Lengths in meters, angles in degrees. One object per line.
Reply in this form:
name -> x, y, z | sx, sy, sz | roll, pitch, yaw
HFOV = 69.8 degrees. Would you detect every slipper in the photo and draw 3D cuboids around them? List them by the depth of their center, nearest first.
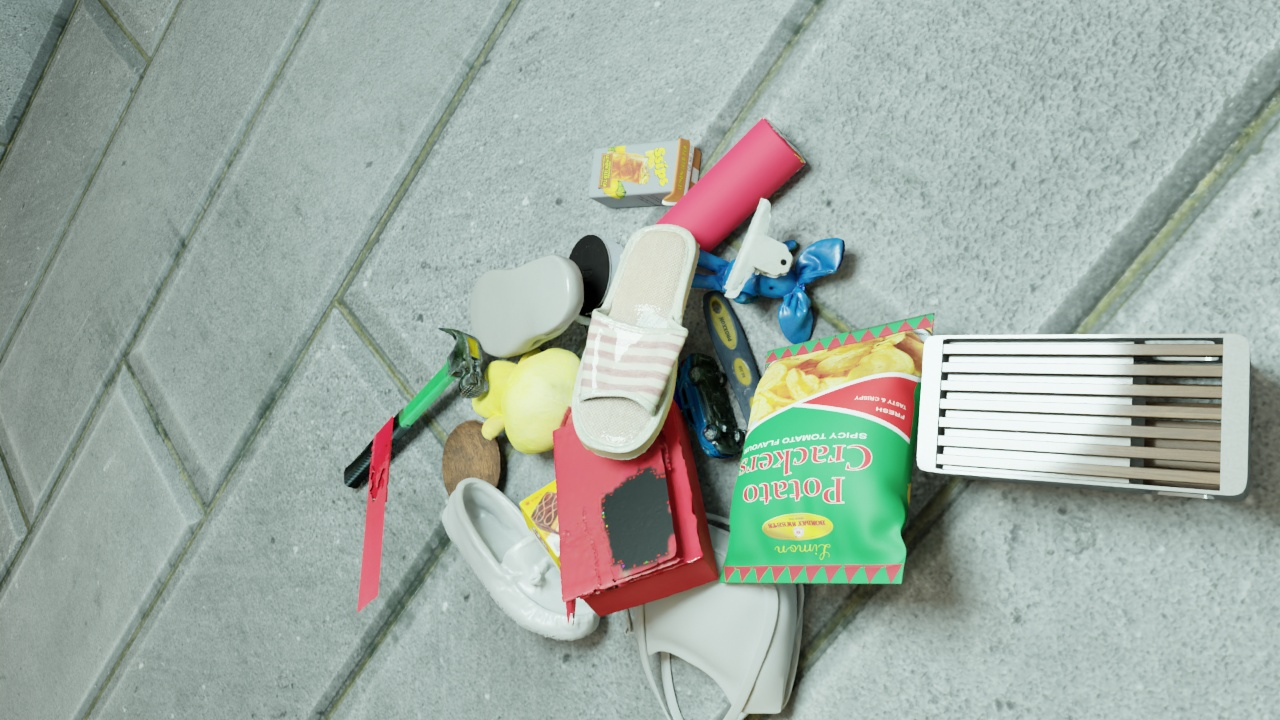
slipper -> -0.002, -0.030, 0.922 | 0.115, 0.052, 0.262 | 6, 66, 21
slipper -> -0.138, 0.228, 1.069 | 0.247, 0.112, 0.075 | 40, 141, 28
slipper -> -0.122, -0.069, 1.118 | 0.267, 0.080, 0.113 | -14, 82, 57

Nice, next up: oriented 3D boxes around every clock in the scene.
clock -> -0.051, -0.089, 1.094 | 0.095, 0.035, 0.122 | 1, 88, 54

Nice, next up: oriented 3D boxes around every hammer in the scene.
hammer -> -0.313, 0.075, 1.236 | 0.320, 0.032, 0.130 | -43, 45, 29

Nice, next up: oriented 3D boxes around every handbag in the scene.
handbag -> 0.064, 0.284, 0.950 | 0.216, 0.095, 0.223 | 20, 105, 37

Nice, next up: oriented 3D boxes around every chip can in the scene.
chip can -> 0.078, -0.165, 1.013 | 0.221, 0.069, 0.069 | -42, 60, 20

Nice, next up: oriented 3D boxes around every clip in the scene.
clip -> 0.120, -0.108, 0.925 | 0.052, 0.058, 0.102 | 16, 80, 50

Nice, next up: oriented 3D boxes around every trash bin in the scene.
trash bin -> 0.361, 0.045, 0.750 | 0.229, 0.114, 0.114 | 1, 81, 35

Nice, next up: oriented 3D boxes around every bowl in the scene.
bowl -> -0.210, 0.134, 1.181 | 0.102, 0.026, 0.114 | -18, 72, 31

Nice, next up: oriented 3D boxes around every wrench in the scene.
wrench -> 0.117, 0.042, 0.966 | 0.073, 0.022, 0.273 | -19, 65, 1

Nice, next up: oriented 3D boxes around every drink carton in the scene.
drink carton -> 0.005, -0.219, 1.086 | 0.125, 0.048, 0.076 | 3, 83, 35

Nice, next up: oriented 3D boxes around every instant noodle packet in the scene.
instant noodle packet -> 0.170, 0.083, 0.848 | 0.196, 0.090, 0.252 | -14, 52, 46

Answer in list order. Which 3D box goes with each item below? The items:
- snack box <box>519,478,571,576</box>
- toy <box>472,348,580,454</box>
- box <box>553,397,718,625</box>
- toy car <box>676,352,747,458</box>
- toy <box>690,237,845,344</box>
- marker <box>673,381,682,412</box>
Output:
snack box -> -0.067, 0.173, 1.024 | 0.105, 0.061, 0.083 | -32, 58, -17
toy -> -0.138, 0.043, 1.113 | 0.208, 0.092, 0.133 | 5, 72, 55
box -> -0.002, 0.168, 0.959 | 0.165, 0.153, 0.213 | -23, 44, 14
toy car -> 0.073, 0.051, 0.988 | 0.044, 0.056, 0.120 | -32, 61, 32
toy -> 0.125, -0.080, 0.967 | 0.176, 0.071, 0.112 | 10, 89, 25
marker -> 0.032, 0.090, 1.023 | 0.027, 0.023, 0.133 | 1, 81, 51
